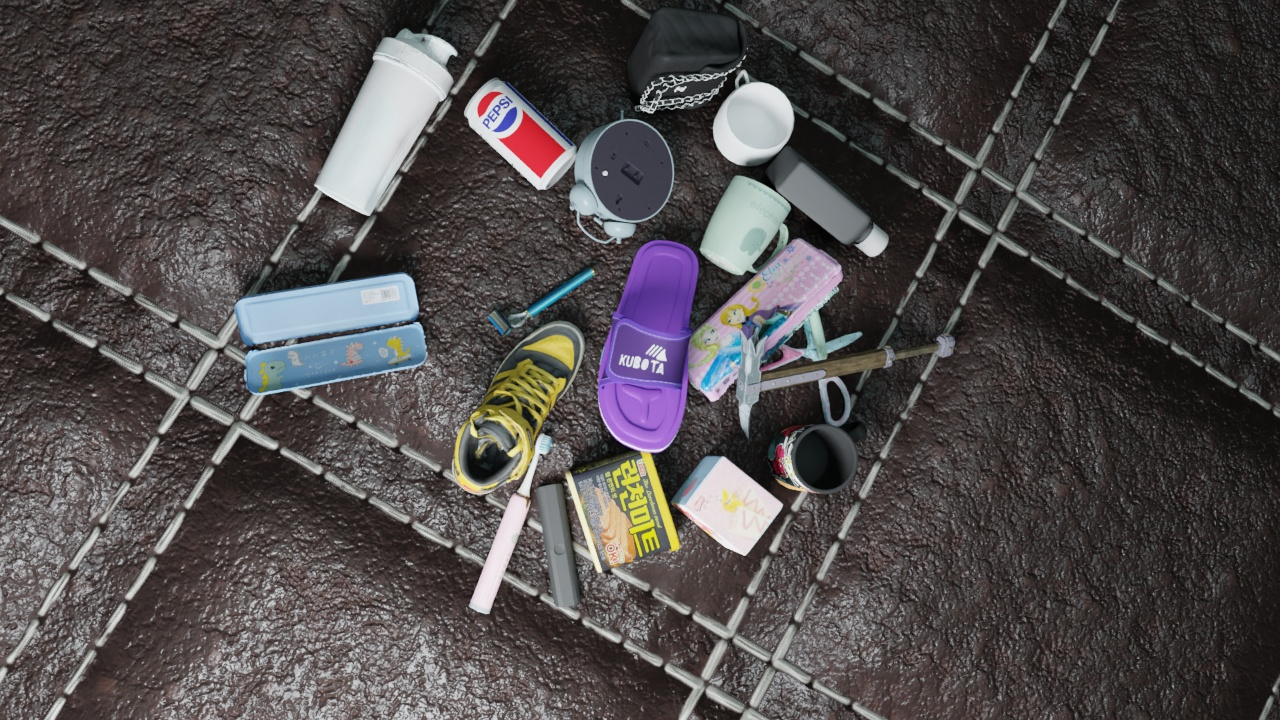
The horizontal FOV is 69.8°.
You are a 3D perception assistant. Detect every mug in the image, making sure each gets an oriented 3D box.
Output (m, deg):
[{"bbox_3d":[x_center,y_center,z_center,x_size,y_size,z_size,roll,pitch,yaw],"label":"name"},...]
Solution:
[{"bbox_3d":[0.137,-0.159,1.154,0.111,0.084,0.104,30,90,-33],"label":"mug"},{"bbox_3d":[0.140,-0.309,1.167,0.094,0.068,0.115,-13,87,-10],"label":"mug"},{"bbox_3d":[0.225,0.110,1.127,0.118,0.098,0.082,-32,90,-10],"label":"mug"}]

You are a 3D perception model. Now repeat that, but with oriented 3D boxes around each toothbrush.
[{"bbox_3d":[-0.153,0.193,1.099,0.026,0.027,0.222,17,82,22],"label":"toothbrush"},{"bbox_3d":[0.219,-0.076,1.179,0.022,0.015,0.154,-11,81,2],"label":"toothbrush"}]

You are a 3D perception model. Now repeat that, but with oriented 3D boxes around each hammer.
[{"bbox_3d":[0.263,0.008,1.151,0.316,0.028,0.147,-10,122,-20],"label":"hammer"}]

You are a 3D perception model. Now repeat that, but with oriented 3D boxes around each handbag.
[{"bbox_3d":[0.058,-0.347,1.117,0.125,0.154,0.114,-4,82,-14],"label":"handbag"}]

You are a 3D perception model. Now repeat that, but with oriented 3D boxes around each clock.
[{"bbox_3d":[-0.026,-0.219,1.122,0.122,0.045,0.159,33,79,-32],"label":"clock"}]

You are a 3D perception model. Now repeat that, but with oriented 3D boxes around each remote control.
[{"bbox_3d":[-0.099,0.223,1.110,0.033,0.015,0.146,-9,86,-9],"label":"remote control"}]

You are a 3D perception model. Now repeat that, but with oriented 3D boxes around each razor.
[{"bbox_3d":[-0.116,-0.075,1.134,0.143,0.022,0.042,-32,54,-14],"label":"razor"}]

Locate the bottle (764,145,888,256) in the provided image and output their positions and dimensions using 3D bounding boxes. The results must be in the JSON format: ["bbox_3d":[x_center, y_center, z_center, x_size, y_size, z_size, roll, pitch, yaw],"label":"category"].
[{"bbox_3d":[0.241,-0.193,1.156,0.174,0.083,0.046,34,110,-20],"label":"bottle"}]

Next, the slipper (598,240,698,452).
[{"bbox_3d":[0.014,-0.033,1.081,0.107,0.084,0.266,11,69,2],"label":"slipper"}]

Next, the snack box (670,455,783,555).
[{"bbox_3d":[0.101,0.173,1.106,0.095,0.093,0.079,40,81,-4],"label":"snack box"}]

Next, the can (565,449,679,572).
[{"bbox_3d":[-0.023,0.177,1.099,0.101,0.072,0.130,-18,88,-7],"label":"can"}]

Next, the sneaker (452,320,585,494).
[{"bbox_3d":[-0.141,0.051,1.066,0.086,0.122,0.238,31,82,-6],"label":"sneaker"}]

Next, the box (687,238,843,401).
[{"bbox_3d":[0.149,-0.046,1.149,0.230,0.071,0.084,-43,54,-5],"label":"box"}]

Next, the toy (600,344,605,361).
[{"bbox_3d":[-0.007,0.007,1.136,0.085,0.033,0.105,-27,86,-16],"label":"toy"}]

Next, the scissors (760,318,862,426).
[{"bbox_3d":[0.217,0.009,1.180,0.170,0.013,0.177,-21,86,-13],"label":"scissors"}]

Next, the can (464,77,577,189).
[{"bbox_3d":[-0.145,-0.276,1.120,0.132,0.070,0.070,43,80,-3],"label":"can"}]

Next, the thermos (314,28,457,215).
[{"bbox_3d":[-0.305,-0.286,1.089,0.099,0.099,0.220,28,85,-5],"label":"thermos"}]

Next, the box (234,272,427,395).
[{"bbox_3d":[-0.363,-0.032,1.084,0.209,0.043,0.125,-10,88,-9],"label":"box"}]
